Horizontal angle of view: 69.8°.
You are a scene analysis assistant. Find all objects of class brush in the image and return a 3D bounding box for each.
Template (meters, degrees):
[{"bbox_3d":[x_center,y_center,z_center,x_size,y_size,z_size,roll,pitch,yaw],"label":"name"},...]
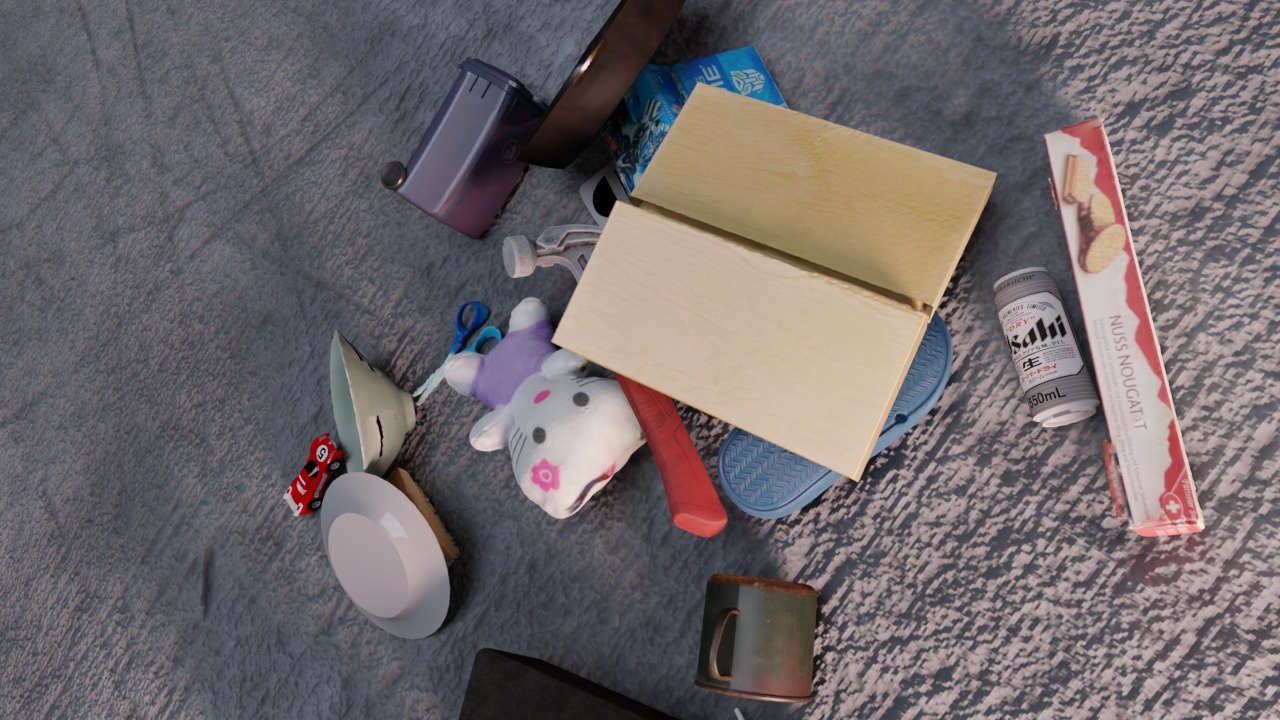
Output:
[{"bbox_3d":[-0.218,0.163,0.892,0.049,0.039,0.117,-47,58,10],"label":"brush"}]

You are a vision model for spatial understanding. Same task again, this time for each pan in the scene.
[{"bbox_3d":[0.008,-0.313,0.808,0.357,0.043,0.248,-52,15,16],"label":"pan"}]

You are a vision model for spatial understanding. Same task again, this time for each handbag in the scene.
[{"bbox_3d":[-0.060,0.353,0.708,0.198,0.102,0.199,8,73,39],"label":"handbag"}]

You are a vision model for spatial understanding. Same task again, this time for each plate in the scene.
[{"bbox_3d":[-0.250,0.190,0.865,0.173,0.019,0.173,12,113,30],"label":"plate"}]

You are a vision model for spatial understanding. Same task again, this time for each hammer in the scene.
[{"bbox_3d":[-0.005,0.004,0.758,0.315,0.126,0.036,63,151,31],"label":"hammer"}]

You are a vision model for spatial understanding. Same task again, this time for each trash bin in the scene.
[{"bbox_3d":[-0.172,-0.218,0.938,0.092,0.093,0.161,34,95,27],"label":"trash bin"}]

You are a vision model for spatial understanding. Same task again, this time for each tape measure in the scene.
[{"bbox_3d":[-0.021,-0.160,0.877,0.064,0.016,0.065,-36,62,18],"label":"tape measure"}]

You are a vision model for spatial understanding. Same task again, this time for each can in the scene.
[{"bbox_3d":[0.282,-0.009,0.642,0.044,0.044,0.106,-20,67,25],"label":"can"}]

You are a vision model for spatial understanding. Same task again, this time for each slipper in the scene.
[{"bbox_3d":[0.151,0.037,0.700,0.213,0.059,0.104,-45,66,-2],"label":"slipper"}]

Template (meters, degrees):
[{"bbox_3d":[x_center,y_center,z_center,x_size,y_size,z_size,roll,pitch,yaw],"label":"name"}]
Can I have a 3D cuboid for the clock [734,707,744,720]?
[{"bbox_3d":[0.092,0.336,0.649,0.120,0.061,0.159,-4,74,30],"label":"clock"}]

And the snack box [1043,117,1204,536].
[{"bbox_3d":[0.316,-0.023,0.608,0.044,0.076,0.272,-14,71,30],"label":"snack box"}]

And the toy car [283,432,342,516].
[{"bbox_3d":[-0.349,0.122,0.981,0.038,0.025,0.090,44,114,31],"label":"toy car"}]

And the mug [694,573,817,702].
[{"bbox_3d":[0.079,0.199,0.665,0.085,0.111,0.081,-2,74,34],"label":"mug"}]

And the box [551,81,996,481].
[{"bbox_3d":[0.097,-0.072,0.689,0.247,0.076,0.256,24,75,19],"label":"box"}]

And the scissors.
[{"bbox_3d":[-0.195,-0.003,0.942,0.134,0.016,0.073,-42,65,20],"label":"scissors"}]

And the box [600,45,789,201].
[{"bbox_3d":[0.065,-0.152,0.781,0.167,0.075,0.243,-29,68,17],"label":"box"}]

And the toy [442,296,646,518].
[{"bbox_3d":[-0.084,0.045,0.815,0.137,0.085,0.209,-39,52,-8],"label":"toy"}]

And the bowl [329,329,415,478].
[{"bbox_3d":[-0.266,0.053,0.927,0.174,0.067,0.174,171,90,-66],"label":"bowl"}]
